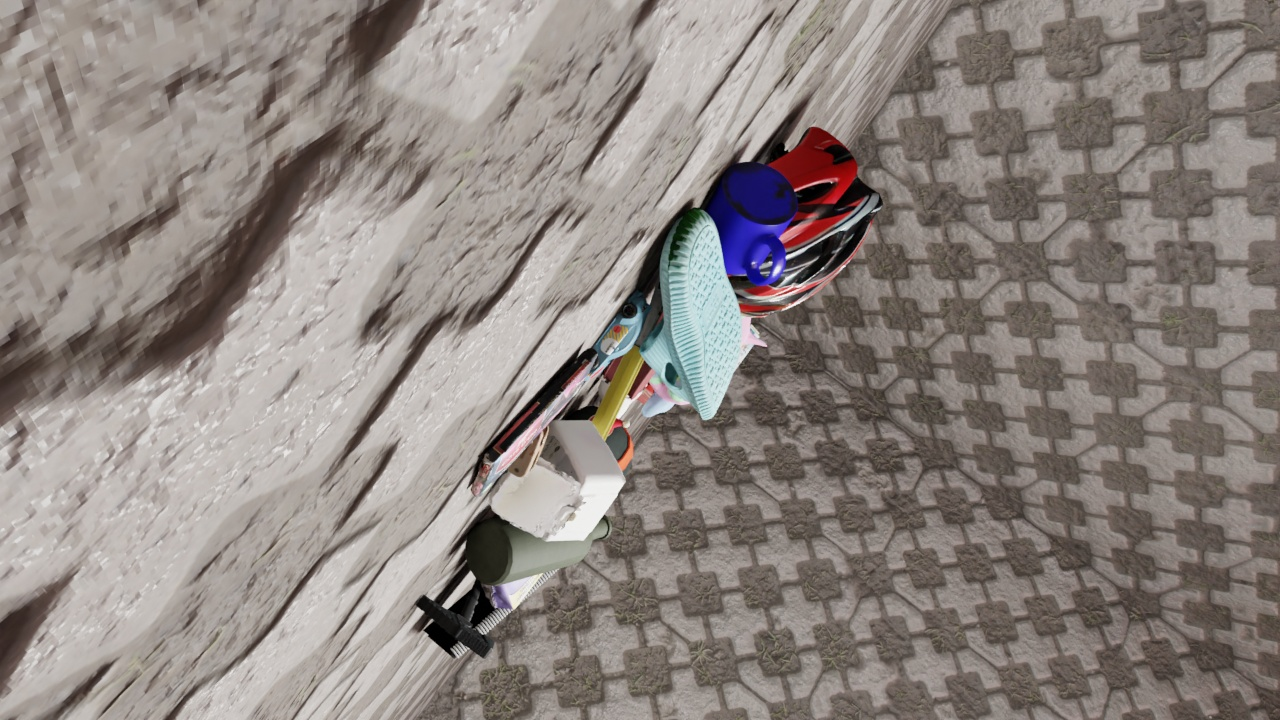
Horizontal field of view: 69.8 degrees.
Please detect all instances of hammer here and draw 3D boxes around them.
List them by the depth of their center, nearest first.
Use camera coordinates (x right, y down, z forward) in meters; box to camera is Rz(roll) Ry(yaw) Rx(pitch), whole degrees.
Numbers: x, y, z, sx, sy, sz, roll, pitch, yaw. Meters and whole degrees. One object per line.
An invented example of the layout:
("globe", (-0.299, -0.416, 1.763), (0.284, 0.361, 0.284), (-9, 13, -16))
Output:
("hammer", (-0.210, 0.282, 1.143), (0.015, 0.095, 0.325), (-53, -176, -1))

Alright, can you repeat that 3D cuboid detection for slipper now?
("slipper", (0.049, -0.045, 0.920), (0.115, 0.069, 0.276), (-58, 152, -26))

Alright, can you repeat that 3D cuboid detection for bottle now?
("bottle", (-0.105, 0.204, 1.050), (0.206, 0.071, 0.072), (1, 129, -56))

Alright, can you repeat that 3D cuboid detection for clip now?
("clip", (-0.107, 0.084, 0.880), (0.047, 0.025, 0.062), (-55, 170, -37))

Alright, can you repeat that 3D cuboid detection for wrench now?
("wrench", (-0.010, 0.002, 0.986), (0.274, 0.018, 0.083), (-64, 171, 14))

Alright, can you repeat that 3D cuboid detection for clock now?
("clock", (-0.007, 0.006, 1.111), (0.138, 0.048, 0.096), (-55, 175, 23))

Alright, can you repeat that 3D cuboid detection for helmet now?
("helmet", (0.165, -0.152, 1.109), (0.271, 0.167, 0.218), (-39, 168, -15))

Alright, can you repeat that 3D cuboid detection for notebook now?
("notebook", (-0.182, 0.299, 1.200), (0.206, 0.016, 0.149), (-39, -168, -23))

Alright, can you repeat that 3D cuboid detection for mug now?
("mug", (0.111, -0.129, 0.918), (0.079, 0.111, 0.084), (-15, 156, -25))

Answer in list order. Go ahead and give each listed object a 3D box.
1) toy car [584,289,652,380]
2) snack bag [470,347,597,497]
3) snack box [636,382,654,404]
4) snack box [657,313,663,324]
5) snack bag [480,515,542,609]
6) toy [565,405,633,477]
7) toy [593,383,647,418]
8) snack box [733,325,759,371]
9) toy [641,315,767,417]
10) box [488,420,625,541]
("toy car", (-0.023, -0.017, 0.908), (0.108, 0.027, 0.060), (-53, 175, 0))
("snack bag", (-0.094, 0.053, 0.812), (0.154, 0.018, 0.075), (-48, 174, -35))
("snack box", (0.035, 0.007, 1.382), (0.121, 0.072, 0.072), (-52, 175, -17))
("snack box", (0.033, -0.052, 1.231), (0.132, 0.021, 0.089), (-49, 174, -42))
("snack bag", (-0.132, 0.205, 1.140), (0.204, 0.058, 0.096), (-49, 143, -38))
("toy", (-0.058, 0.101, 1.083), (0.099, 0.097, 0.119), (-38, 145, -26))
("toy", (-0.038, 0.057, 1.211), (0.126, 0.037, 0.075), (-38, -168, 45))
("snack box", (0.092, -0.013, 1.447), (0.145, 0.144, 0.042), (-54, 131, -7))
("toy", (0.081, -0.010, 1.268), (0.222, 0.120, 0.171), (-53, 167, 1))
("box", (-0.104, 0.127, 0.948), (0.130, 0.103, 0.110), (4, 131, -38))
